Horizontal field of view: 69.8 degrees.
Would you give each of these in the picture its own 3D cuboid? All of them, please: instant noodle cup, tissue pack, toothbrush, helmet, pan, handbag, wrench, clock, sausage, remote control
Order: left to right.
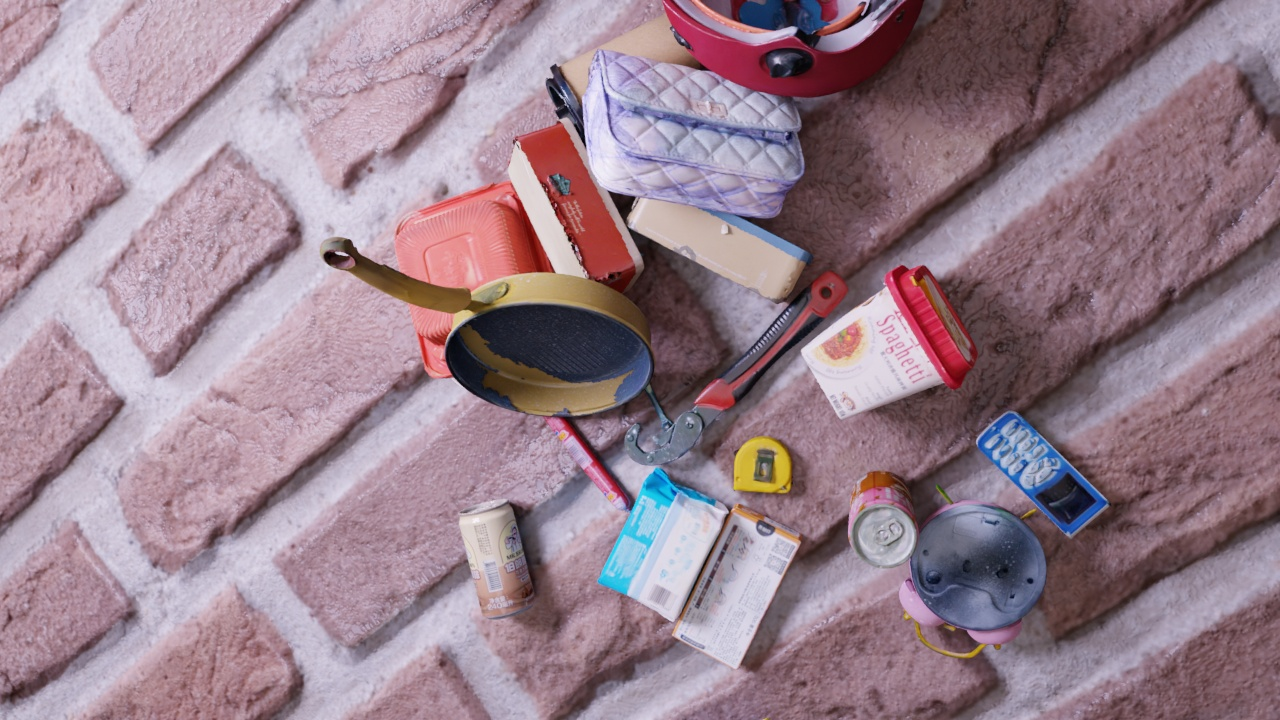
[{"bbox_3d":[-0.173,-0.089,0.932,0.165,0.079,0.188,-19,79,11],"label":"instant noodle cup"},{"bbox_3d":[-0.130,-0.031,0.809,0.198,0.357,0.078,-20,51,29],"label":"pan"},{"bbox_3d":[-0.059,0.100,0.958,0.020,0.020,0.156,-40,85,14],"label":"sausage"},{"bbox_3d":[-0.006,0.005,0.937,0.016,0.018,0.191,-28,89,13],"label":"toothbrush"},{"bbox_3d":[0.022,0.186,0.922,0.090,0.063,0.140,26,102,7],"label":"tissue pack"},{"bbox_3d":[0.050,-0.204,0.817,0.193,0.076,0.134,5,54,-20],"label":"handbag"},{"bbox_3d":[0.095,0.013,0.905,0.274,0.016,0.056,-41,86,9],"label":"wrench"},{"bbox_3d":[0.130,-0.314,0.799,0.240,0.144,0.206,-9,65,4],"label":"helmet"},{"bbox_3d":[0.224,-0.012,0.837,0.124,0.116,0.116,-32,87,26],"label":"instant noodle cup"},{"bbox_3d":[0.306,0.204,0.857,0.117,0.059,0.158,14,96,11],"label":"clock"},{"bbox_3d":[0.371,0.104,0.849,0.049,0.024,0.125,-45,83,13],"label":"remote control"}]

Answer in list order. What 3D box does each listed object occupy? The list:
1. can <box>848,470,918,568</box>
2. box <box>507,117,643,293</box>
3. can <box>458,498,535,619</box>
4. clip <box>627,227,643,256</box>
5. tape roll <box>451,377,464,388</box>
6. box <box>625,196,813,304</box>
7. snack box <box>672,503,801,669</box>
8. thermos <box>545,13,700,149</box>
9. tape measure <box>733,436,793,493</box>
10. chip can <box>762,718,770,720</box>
[{"bbox_3d":[0.218,0.140,0.827,0.058,0.147,0.058,1,94,14],"label":"can"},{"bbox_3d":[-0.073,-0.135,0.883,0.076,0.091,0.168,-24,83,-18],"label":"box"},{"bbox_3d":[-0.152,0.209,0.970,0.058,0.058,0.116,-14,91,14],"label":"can"},{"bbox_3d":[-0.026,-0.109,0.934,0.054,0.013,0.033,-27,87,15],"label":"clip"},{"bbox_3d":[-0.171,-0.009,0.978,0.086,0.014,0.086,1,95,14],"label":"tape roll"},{"bbox_3d":[0.081,-0.111,0.870,0.184,0.089,0.060,26,100,8],"label":"box"},{"bbox_3d":[0.097,0.228,0.927,0.075,0.026,0.154,26,101,10],"label":"snack box"},{"bbox_3d":[-0.018,-0.270,0.884,0.143,0.093,0.093,-31,87,6],"label":"thermos"},{"bbox_3d":[0.121,0.105,0.909,0.060,0.029,0.057,2,95,13],"label":"tape measure"},{"bbox_3d":[0.045,0.430,0.934,0.210,0.071,0.071,-24,89,15],"label":"chip can"}]
